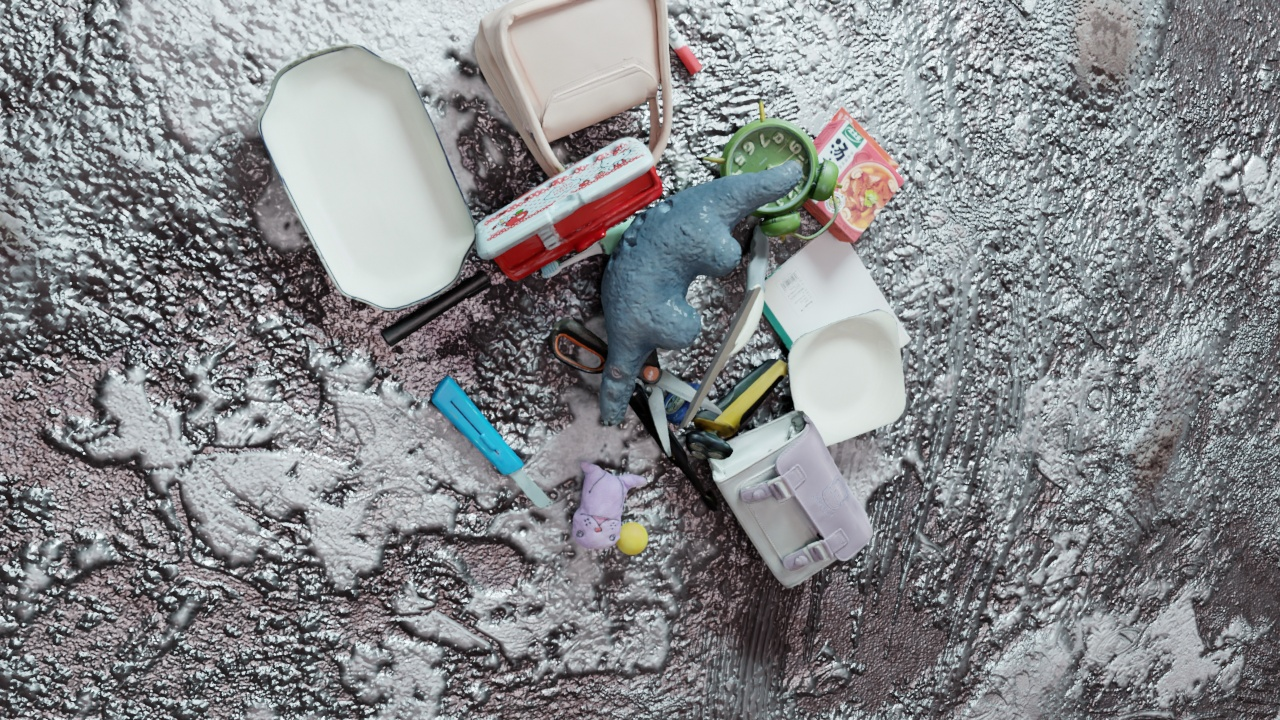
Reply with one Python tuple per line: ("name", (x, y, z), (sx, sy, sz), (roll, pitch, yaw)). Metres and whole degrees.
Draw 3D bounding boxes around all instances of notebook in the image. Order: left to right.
("notebook", (0.251, -0.056, 1.199), (0.150, 0.012, 0.209), (-41, 113, -7))

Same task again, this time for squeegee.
("squeegee", (0.124, -0.072, 1.053), (0.039, 0.245, 0.247), (22, 139, -1))

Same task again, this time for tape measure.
("tape measure", (0.053, 0.054, 1.123), (0.025, 0.054, 0.058), (40, 77, -24))

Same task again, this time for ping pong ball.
("ping pong ball", (-0.011, 0.222, 1.147), (0.040, 0.040, 0.040), (-5, 105, -21))

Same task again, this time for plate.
("plate", (-0.276, -0.183, 0.941), (0.162, 0.034, 0.266), (-27, 112, -13))
("plate", (0.265, 0.022, 1.199), (0.164, 0.034, 0.164), (-17, 109, -15))

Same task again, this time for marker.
("marker", (-0.222, -0.057, 1.002), (0.132, 0.022, 0.020), (-34, 157, -12))
("marker", (0.021, -0.382, 1.022), (0.017, 0.017, 0.145), (-44, 115, -7))

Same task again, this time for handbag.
("handbag", (-0.052, -0.283, 0.984), (0.193, 0.093, 0.234), (-26, 116, -15))
("handbag", (0.194, 0.177, 1.173), (0.145, 0.098, 0.197), (-31, 114, 5))

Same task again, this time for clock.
("clock", (0.162, -0.211, 1.067), (0.161, 0.056, 0.116), (45, 104, -3))

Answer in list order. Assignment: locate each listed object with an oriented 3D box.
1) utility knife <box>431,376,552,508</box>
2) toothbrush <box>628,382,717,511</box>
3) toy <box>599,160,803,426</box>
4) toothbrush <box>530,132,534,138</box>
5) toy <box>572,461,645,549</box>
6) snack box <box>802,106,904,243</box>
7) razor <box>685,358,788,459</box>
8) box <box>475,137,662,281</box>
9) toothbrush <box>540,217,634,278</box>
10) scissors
("utility knife", (-0.168, 0.102, 1.066), (0.034, 0.018, 0.209), (-42, 116, -9))
("toothbrush", (0.043, 0.114, 1.151), (0.026, 0.027, 0.213), (-19, 119, 31))
("toy", (0.030, -0.093, 1.016), (0.138, 0.091, 0.356), (35, 98, 11))
("toothbrush", (-0.100, -0.219, 1.018), (0.014, 0.016, 0.189), (-37, 111, -7))
("toy", (-0.046, 0.181, 1.121), (0.084, 0.039, 0.108), (14, 97, -8))
("snack box", (0.256, -0.230, 1.132), (0.113, 0.044, 0.127), (39, 87, -17))
("razor", (0.126, 0.061, 1.154), (0.167, 0.067, 0.062), (-43, 154, -14))
("box", (-0.069, -0.150, 0.961), (0.201, 0.099, 0.112), (-29, 134, 4))
("toothbrush", (-0.016, -0.147, 1.061), (0.224, 0.026, 0.027), (-28, 149, -13))
("scissors", (0.001, -0.005, 1.077), (0.221, 0.022, 0.230), (11, 86, -11))
